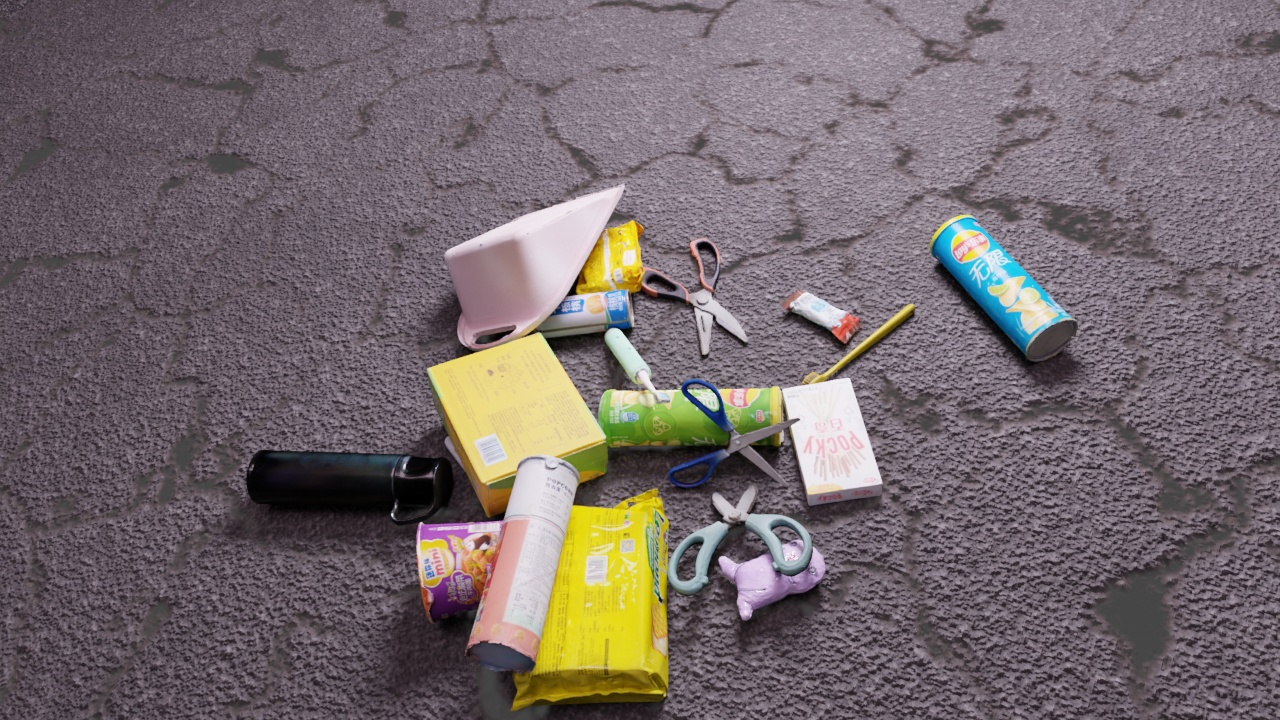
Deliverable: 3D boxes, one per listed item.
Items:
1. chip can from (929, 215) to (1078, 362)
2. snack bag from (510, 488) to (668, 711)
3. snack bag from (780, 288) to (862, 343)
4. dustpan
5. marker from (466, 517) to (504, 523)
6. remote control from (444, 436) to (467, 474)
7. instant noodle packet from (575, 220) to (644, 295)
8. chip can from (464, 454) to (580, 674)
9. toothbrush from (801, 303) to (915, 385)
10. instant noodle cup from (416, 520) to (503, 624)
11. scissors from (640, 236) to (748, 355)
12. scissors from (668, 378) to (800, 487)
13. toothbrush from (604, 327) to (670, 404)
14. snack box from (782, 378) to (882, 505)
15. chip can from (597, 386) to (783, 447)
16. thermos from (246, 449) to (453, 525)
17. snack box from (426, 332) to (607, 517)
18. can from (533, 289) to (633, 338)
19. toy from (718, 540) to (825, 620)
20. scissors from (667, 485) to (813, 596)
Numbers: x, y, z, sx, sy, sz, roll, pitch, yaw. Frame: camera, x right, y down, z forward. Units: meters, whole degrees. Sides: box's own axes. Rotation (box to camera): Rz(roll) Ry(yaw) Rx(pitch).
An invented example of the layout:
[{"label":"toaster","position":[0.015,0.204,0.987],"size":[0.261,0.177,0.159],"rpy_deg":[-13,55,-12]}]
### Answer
[{"label":"chip can","position":[0.454,-0.094,1.159],"size":[0.071,0.071,0.210],"rpy_deg":[-21,50,-7]},{"label":"snack bag","position":[-0.050,0.249,0.979],"size":[0.158,0.068,0.245],"rpy_deg":[-5,49,7]},{"label":"snack bag","position":[0.237,-0.061,1.204],"size":[0.104,0.026,0.048],"rpy_deg":[30,56,31]},{"label":"dustpan","position":[-0.153,-0.126,1.294],"size":[0.223,0.139,0.272],"rpy_deg":[-7,19,42]},{"label":"marker","position":[-0.176,0.189,1.057],"size":[0.124,0.018,0.015],"rpy_deg":[-16,68,28]},{"label":"remote control","position":[-0.191,0.127,1.138],"size":[0.055,0.020,0.136],"rpy_deg":[-34,53,-16]},{"label":"instant noodle packet","position":[-0.044,-0.136,1.305],"size":[0.111,0.044,0.128],"rpy_deg":[-18,45,15]},{"label":"chip can","position":[-0.116,0.204,0.937],"size":[0.071,0.071,0.214],"rpy_deg":[1,49,12]},{"label":"toothbrush","position":[0.279,-0.019,1.168],"size":[0.189,0.016,0.016],"rpy_deg":[-35,47,-17]},{"label":"instant noodle cup","position":[-0.187,0.226,1.006],"size":[0.099,0.112,0.111],"rpy_deg":[-7,49,-8]},{"label":"scissors","position":[0.077,-0.095,1.273],"size":[0.226,0.015,0.188],"rpy_deg":[23,58,26]},{"label":"scissors","position":[0.100,0.096,1.058],"size":[0.163,0.173,0.012],"rpy_deg":[-46,5,17]},{"label":"toothbrush","position":[-0.007,0.007,1.139],"size":[0.027,0.026,0.224],"rpy_deg":[1,21,-17]},{"label":"snack box","position":[0.223,0.093,1.080],"size":[0.085,0.027,0.156],"rpy_deg":[-10,49,3]},{"label":"chip can","position":[0.059,0.069,1.102],"size":[0.221,0.073,0.072],"rpy_deg":[-2,51,11]},{"label":"thermos","position":[-0.356,0.153,1.115],"size":[0.243,0.068,0.089],"rpy_deg":[0,46,12]},{"label":"snack box","position":[-0.152,0.073,1.124],"size":[0.157,0.070,0.210],"rpy_deg":[-19,47,-20]},{"label":"can","position":[-0.079,-0.063,1.251],"size":[0.134,0.053,0.053],"rpy_deg":[-7,50,6]},{"label":"toy","position":[0.143,0.226,0.977],"size":[0.108,0.039,0.083],"rpy_deg":[-21,42,-5]},{"label":"scissors","position":[0.116,0.195,0.987],"size":[0.181,0.019,0.169],"rpy_deg":[2,35,36]}]
